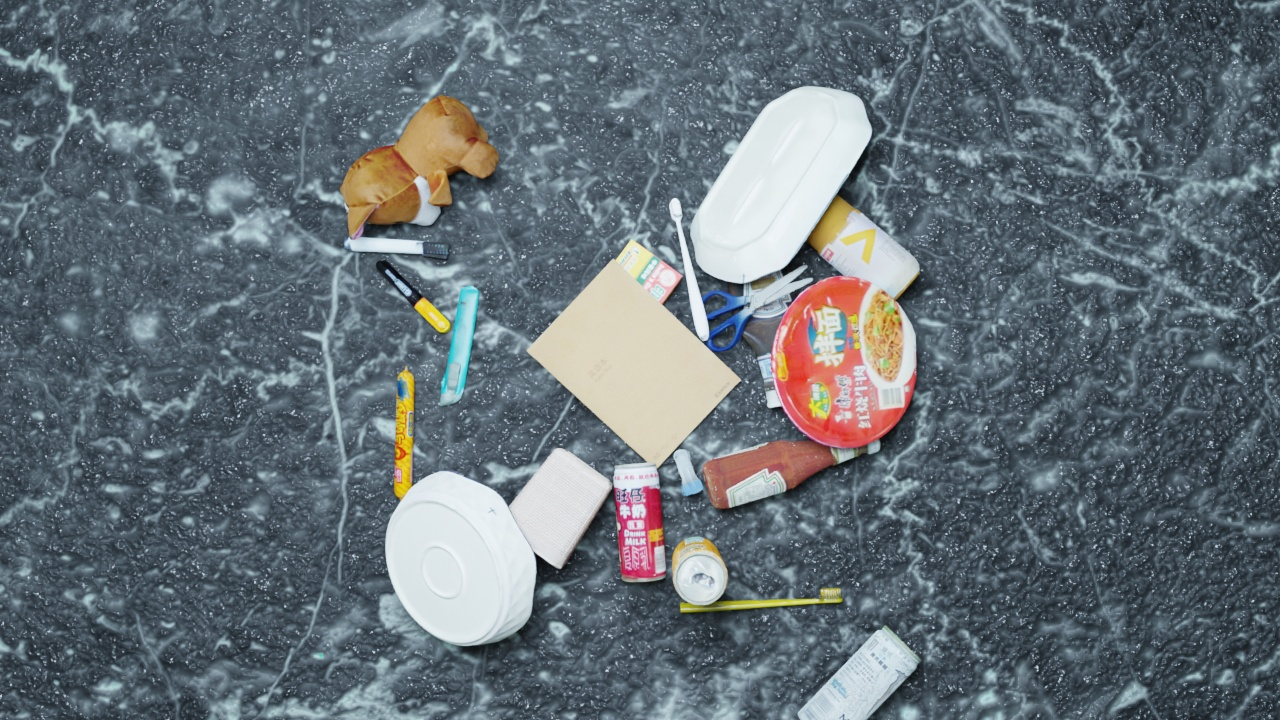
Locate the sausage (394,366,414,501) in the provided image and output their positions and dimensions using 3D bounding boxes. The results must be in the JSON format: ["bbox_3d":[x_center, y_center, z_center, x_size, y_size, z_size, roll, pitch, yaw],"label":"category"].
[{"bbox_3d":[-0.285,0.089,1.108,0.021,0.021,0.165,0,85,2],"label":"sausage"}]

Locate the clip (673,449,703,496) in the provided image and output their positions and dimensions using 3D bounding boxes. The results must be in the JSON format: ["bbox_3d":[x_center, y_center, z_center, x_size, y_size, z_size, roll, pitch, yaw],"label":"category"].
[{"bbox_3d":[0.055,0.133,1.093,0.027,0.045,0.058,-19,79,2],"label":"clip"}]

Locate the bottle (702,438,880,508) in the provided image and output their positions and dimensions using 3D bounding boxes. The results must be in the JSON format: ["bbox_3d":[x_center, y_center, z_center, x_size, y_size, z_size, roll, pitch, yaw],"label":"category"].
[{"bbox_3d":[0.176,0.118,1.068,0.206,0.060,0.059,-17,85,-1],"label":"bottle"}]

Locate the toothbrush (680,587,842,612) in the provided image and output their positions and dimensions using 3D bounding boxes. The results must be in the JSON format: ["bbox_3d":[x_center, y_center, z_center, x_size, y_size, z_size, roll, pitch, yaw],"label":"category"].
[{"bbox_3d":[0.141,0.282,1.078,0.190,0.016,0.016,-5,81,2],"label":"toothbrush"}]

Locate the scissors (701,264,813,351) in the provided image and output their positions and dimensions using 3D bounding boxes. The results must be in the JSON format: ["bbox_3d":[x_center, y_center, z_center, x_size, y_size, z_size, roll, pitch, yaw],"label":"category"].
[{"bbox_3d":[0.125,-0.075,1.053,0.124,0.012,0.174,51,127,30],"label":"scissors"}]

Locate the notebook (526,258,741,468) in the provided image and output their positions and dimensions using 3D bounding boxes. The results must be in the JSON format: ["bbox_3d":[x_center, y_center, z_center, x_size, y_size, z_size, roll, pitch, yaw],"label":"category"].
[{"bbox_3d":[-0.006,0.006,1.086,0.211,0.012,0.149,43,90,-8],"label":"notebook"}]

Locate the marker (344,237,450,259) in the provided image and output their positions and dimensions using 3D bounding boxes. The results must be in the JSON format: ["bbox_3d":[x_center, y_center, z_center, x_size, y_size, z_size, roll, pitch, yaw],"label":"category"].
[{"bbox_3d":[-0.299,-0.139,1.129,0.131,0.018,0.022,3,95,2],"label":"marker"}]

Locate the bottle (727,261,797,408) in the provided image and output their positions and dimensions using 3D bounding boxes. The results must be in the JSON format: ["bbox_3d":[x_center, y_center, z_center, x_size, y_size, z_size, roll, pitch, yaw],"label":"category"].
[{"bbox_3d":[0.152,-0.042,1.089,0.080,0.044,0.195,-10,86,3],"label":"bottle"}]

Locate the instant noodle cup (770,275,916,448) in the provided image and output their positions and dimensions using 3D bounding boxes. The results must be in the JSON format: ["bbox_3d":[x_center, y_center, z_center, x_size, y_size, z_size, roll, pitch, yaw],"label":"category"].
[{"bbox_3d":[0.221,0.003,1.050,0.193,0.066,0.194,1,89,-21],"label":"instant noodle cup"}]

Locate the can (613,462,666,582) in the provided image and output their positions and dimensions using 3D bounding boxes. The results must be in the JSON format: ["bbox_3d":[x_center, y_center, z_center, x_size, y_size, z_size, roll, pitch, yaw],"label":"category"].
[{"bbox_3d":[-0.001,0.187,1.070,0.053,0.053,0.132,-5,87,2],"label":"can"}]

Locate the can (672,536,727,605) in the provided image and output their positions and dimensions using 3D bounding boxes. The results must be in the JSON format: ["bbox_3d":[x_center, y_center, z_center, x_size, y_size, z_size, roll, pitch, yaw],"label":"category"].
[{"bbox_3d":[0.064,0.232,1.019,0.058,0.146,0.058,0,85,2],"label":"can"}]

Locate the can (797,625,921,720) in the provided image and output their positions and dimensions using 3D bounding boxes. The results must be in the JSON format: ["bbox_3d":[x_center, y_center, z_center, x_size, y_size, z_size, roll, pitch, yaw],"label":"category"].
[{"bbox_3d":[0.248,0.373,1.044,0.058,0.058,0.146,45,88,5],"label":"can"}]

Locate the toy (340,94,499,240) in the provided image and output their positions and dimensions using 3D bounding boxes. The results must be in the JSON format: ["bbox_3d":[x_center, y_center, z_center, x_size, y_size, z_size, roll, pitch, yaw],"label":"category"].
[{"bbox_3d":[-0.270,-0.222,1.095,0.199,0.140,0.130,-30,126,1],"label":"toy"}]

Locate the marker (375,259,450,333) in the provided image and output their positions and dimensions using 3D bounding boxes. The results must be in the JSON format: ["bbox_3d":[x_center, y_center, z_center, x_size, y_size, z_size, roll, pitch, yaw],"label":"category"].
[{"bbox_3d":[-0.279,-0.079,1.124,0.124,0.015,0.018,44,84,7],"label":"marker"}]

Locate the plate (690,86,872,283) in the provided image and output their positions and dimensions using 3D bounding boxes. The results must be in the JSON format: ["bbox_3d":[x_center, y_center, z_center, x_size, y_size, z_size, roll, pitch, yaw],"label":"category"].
[{"bbox_3d":[0.152,-0.213,1.061,0.162,0.034,0.265,32,86,43],"label":"plate"}]

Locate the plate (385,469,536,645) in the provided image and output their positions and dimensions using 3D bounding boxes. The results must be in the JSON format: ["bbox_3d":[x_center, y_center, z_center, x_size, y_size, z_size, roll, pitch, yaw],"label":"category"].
[{"bbox_3d":[-0.211,0.230,1.034,0.205,0.045,0.205,9,107,29],"label":"plate"}]

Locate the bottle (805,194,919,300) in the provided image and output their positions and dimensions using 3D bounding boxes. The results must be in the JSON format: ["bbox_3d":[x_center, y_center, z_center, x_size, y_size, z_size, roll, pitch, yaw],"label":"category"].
[{"bbox_3d":[0.239,-0.146,1.080,0.189,0.068,0.068,42,88,6],"label":"bottle"}]

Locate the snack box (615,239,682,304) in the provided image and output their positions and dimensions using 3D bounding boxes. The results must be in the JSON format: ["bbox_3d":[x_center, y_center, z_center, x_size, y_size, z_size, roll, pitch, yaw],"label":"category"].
[{"bbox_3d":[-0.026,-0.061,1.106,0.077,0.027,0.155,36,88,3],"label":"snack box"}]

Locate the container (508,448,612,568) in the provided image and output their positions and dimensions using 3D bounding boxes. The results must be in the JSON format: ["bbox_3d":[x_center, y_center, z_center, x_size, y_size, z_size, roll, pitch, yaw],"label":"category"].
[{"bbox_3d":[-0.093,0.167,1.062,0.090,0.090,0.111,35,85,5],"label":"container"}]

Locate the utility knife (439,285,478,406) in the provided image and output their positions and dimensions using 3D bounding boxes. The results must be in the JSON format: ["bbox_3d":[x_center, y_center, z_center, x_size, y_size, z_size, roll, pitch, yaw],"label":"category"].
[{"bbox_3d":[-0.221,-0.018,1.118,0.029,0.013,0.151,9,86,1],"label":"utility knife"}]

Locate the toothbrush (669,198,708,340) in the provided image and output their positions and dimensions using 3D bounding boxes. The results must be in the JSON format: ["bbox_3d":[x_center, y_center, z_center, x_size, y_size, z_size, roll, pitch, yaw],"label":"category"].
[{"bbox_3d":[0.059,-0.110,1.101,0.016,0.016,0.180,-11,78,-3],"label":"toothbrush"}]
